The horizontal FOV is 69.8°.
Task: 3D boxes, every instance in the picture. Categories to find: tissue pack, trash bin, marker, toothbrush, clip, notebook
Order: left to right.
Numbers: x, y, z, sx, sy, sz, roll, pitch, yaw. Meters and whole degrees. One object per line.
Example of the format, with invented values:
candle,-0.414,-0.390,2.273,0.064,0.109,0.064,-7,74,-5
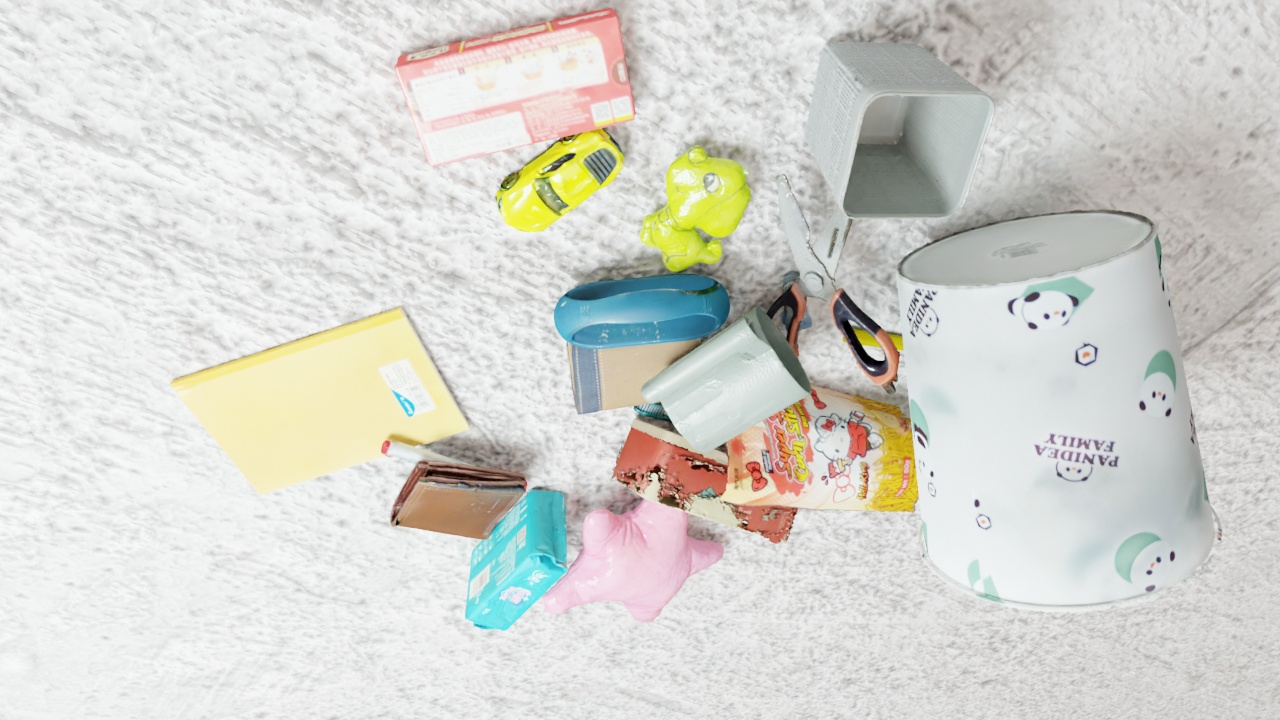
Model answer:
notebook,-0.272,0.041,0.795,0.206,0.010,0.146,-18,129,4
marker,-0.170,0.099,0.848,0.145,0.017,0.017,23,121,-31
tissue pack,-0.117,0.194,0.894,0.050,0.093,0.134,31,118,-25
toothbrush,0.079,0.068,0.878,0.191,0.016,0.018,18,113,-23
clip,0.133,-0.050,0.790,0.025,0.036,0.058,-10,130,5
toothbrush,0.275,-0.008,0.850,0.190,0.016,0.016,8,126,-16
trash bin,0.318,0.027,0.730,0.229,0.229,0.252,-15,107,2

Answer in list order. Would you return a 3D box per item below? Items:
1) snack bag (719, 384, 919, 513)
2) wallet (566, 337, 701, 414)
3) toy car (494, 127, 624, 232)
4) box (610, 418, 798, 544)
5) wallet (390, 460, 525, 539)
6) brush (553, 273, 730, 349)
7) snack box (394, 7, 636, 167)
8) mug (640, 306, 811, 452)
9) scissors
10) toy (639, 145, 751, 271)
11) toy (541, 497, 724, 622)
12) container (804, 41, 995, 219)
snack bag,0.164,0.078,0.840,0.207,0.128,0.073,11,156,-23
wallet,-0.005,0.005,0.802,0.115,0.033,0.090,-8,132,-5
toy car,-0.060,-0.130,0.681,0.105,0.032,0.048,-31,128,17
box,0.063,0.120,0.853,0.168,0.091,0.078,22,87,-26
wallet,-0.171,0.133,0.856,0.101,0.032,0.125,11,145,-23
brush,0.003,-0.040,0.734,0.144,0.073,0.055,-5,89,-7
snack box,-0.084,-0.188,0.634,0.153,0.025,0.075,-13,129,0
mug,0.066,0.013,0.742,0.103,0.083,0.124,-33,153,18
scissors,0.146,-0.050,0.745,0.226,0.015,0.189,48,144,-14
toy,0.046,-0.116,0.713,0.100,0.031,0.096,-32,127,21
toy,0.008,0.193,0.929,0.194,0.074,0.179,17,109,-38
container,0.171,-0.166,0.641,0.090,0.114,0.090,-1,128,-10
